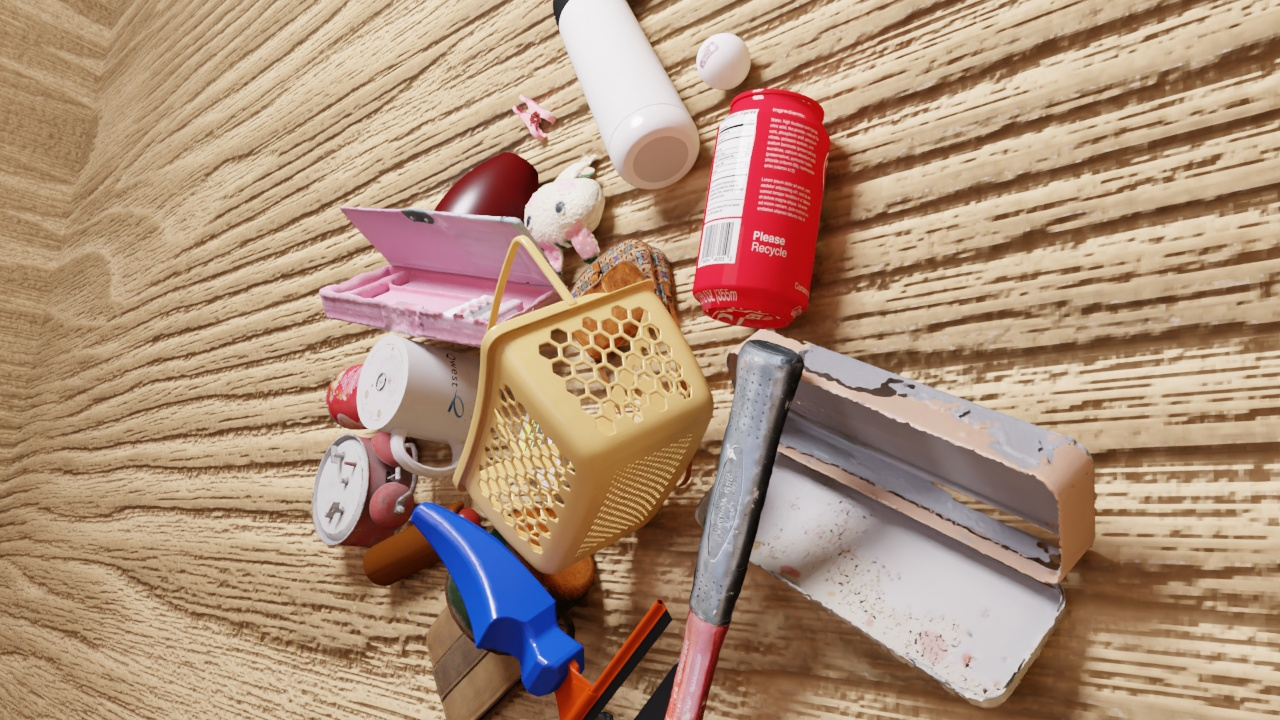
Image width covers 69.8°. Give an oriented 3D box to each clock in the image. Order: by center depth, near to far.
[{"bbox_3d":[-0.269,0.123,0.897,0.157,0.061,0.109,-25,60,38],"label":"clock"}]

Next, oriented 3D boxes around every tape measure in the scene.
[{"bbox_3d":[-0.074,0.067,0.746,0.065,0.016,0.064,18,90,47],"label":"tape measure"}]

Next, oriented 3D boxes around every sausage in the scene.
[{"bbox_3d":[-0.196,0.166,0.826,0.156,0.040,0.040,-30,58,36],"label":"sausage"}]

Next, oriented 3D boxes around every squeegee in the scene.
[{"bbox_3d":[-0.088,0.163,0.603,0.185,0.055,0.250,44,128,19],"label":"squeegee"}]

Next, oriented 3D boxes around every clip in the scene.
[{"bbox_3d":[-0.098,-0.234,0.864,0.044,0.023,0.060,-35,56,28],"label":"clip"}]

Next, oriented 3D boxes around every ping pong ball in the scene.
[{"bbox_3d":[0.062,-0.221,0.680,0.040,0.040,0.040,-17,66,42],"label":"ping pong ball"}]

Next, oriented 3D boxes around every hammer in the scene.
[{"bbox_3d":[0.033,0.145,0.541,0.141,0.036,0.326,25,110,41],"label":"hammer"}]

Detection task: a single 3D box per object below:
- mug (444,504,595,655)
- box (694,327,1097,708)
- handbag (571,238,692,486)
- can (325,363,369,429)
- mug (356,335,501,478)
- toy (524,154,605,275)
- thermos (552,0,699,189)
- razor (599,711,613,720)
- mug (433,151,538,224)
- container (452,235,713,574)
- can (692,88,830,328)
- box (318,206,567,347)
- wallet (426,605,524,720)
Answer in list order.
[{"bbox_3d":[-0.080,0.171,0.676,0.081,0.084,0.111,-45,66,24],"label":"mug"},{"bbox_3d":[0.117,0.073,0.495,0.217,0.095,0.115,24,138,47],"label":"box"},{"bbox_3d":[-0.004,0.004,0.682,0.094,0.043,0.195,-36,57,35],"label":"handbag"},{"bbox_3d":[-0.251,0.033,0.903,0.125,0.066,0.066,-8,72,45],"label":"can"},{"bbox_3d":[-0.186,0.046,0.809,0.083,0.096,0.119,-26,60,38],"label":"mug"},{"bbox_3d":[-0.064,-0.127,0.779,0.087,0.050,0.112,-11,76,43],"label":"toy"},{"bbox_3d":[-0.006,-0.246,0.744,0.101,0.068,0.229,-34,53,18],"label":"thermos"},{"bbox_3d":[-0.070,0.279,0.674,0.141,0.018,0.043,-27,40,35],"label":"razor"},{"bbox_3d":[-0.139,-0.143,0.837,0.114,0.087,0.088,14,70,45],"label":"mug"},{"bbox_3d":[-0.053,0.026,0.611,0.167,0.129,0.184,52,146,23],"label":"container"},{"bbox_3d":[0.079,-0.096,0.597,0.075,0.074,0.142,1,78,46],"label":"can"},{"bbox_3d":[-0.181,-0.085,0.795,0.233,0.099,0.107,11,121,36],"label":"box"},{"bbox_3d":[-0.132,0.235,0.742,0.121,0.026,0.098,-50,49,30],"label":"wallet"}]
